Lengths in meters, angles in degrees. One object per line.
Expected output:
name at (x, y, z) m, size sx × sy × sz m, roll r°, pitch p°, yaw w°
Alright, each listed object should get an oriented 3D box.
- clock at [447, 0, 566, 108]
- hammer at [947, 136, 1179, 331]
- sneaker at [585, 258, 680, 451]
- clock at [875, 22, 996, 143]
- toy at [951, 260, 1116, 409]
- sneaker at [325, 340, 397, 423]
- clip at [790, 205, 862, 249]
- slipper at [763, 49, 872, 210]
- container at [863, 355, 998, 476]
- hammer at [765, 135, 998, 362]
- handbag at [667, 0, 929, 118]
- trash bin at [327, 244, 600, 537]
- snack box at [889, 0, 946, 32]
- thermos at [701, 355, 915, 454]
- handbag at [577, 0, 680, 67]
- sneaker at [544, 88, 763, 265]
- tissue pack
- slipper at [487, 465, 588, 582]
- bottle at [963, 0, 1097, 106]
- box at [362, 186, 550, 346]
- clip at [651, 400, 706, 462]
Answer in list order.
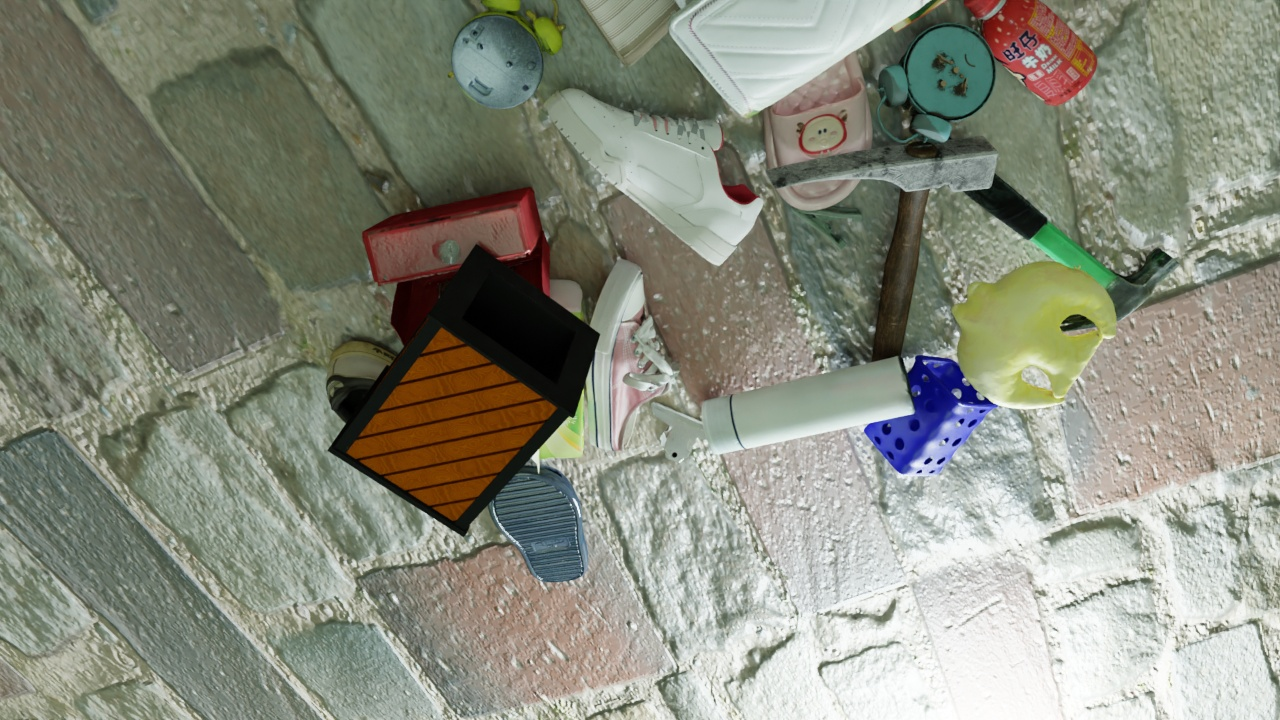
clock at (-0.120, -0.286, 0.832) m, size 0.083 × 0.057 × 0.119 m, roll 33°, pitch 115°, yaw -20°
hammer at (0.420, -0.138, 0.974) m, size 0.318 × 0.032 × 0.130 m, roll 31°, pitch 115°, yaw -20°
sneaker at (-0.006, 0.006, 0.995) m, size 0.088 × 0.118 × 0.241 m, roll 12°, pitch 127°, yaw 12°
clock at (0.271, -0.254, 0.857) m, size 0.124 × 0.053 × 0.090 m, roll -43°, pitch 96°, yaw -2°
toy at (0.411, -0.033, 0.981) m, size 0.155 × 0.064 × 0.171 m, roll 31°, pitch 114°, yaw 6°
sneaker at (-0.245, 0.078, 1.020) m, size 0.241 × 0.102 × 0.089 m, roll 39°, pitch 112°, yaw -24°
clip at (0.190, -0.148, 0.958) m, size 0.075 × 0.023 × 0.061 m, roll 19°, pitch 117°, yaw -17°
slipper at (0.169, -0.249, 0.875) m, size 0.107 × 0.055 × 0.222 m, roll -12°, pitch 121°, yaw 1°
container at (0.329, 0.065, 1.051) m, size 0.084 × 0.085 × 0.114 m, roll 5°, pitch 127°, yaw -38°
hammer at (0.236, -0.084, 0.963) m, size 0.217 × 0.037 × 0.301 m, roll -7°, pitch 131°, yaw -5°
handbag at (0.134, -0.308, 0.760) m, size 0.199 × 0.096 × 0.142 m, roll -28°, pitch 135°, yaw 26°
trash bin at (-0.152, 0.026, 0.816) m, size 0.139 × 0.139 × 0.172 m, roll 36°, pitch 118°, yaw -13°
snack box at (0.210, -0.413, 0.773) m, size 0.113 × 0.060 × 0.236 m, roll -29°, pitch 119°, yaw 14°
thermos at (0.185, 0.052, 1.029) m, size 0.230 × 0.067 × 0.068 m, roll -15°, pitch 122°, yaw 18°
handbag at (0.012, -0.389, 0.789) m, size 0.198 × 0.062 × 0.175 m, roll -36°, pitch 118°, yaw 8°
sneaker at (0.024, -0.200, 0.882) m, size 0.236 × 0.090 × 0.104 m, roll 37°, pitch 104°, yaw -21°
tissue pack at (-0.111, 0.027, 0.975) m, size 0.120 × 0.141 × 0.198 m, roll -6°, pitch 122°, yaw 0°
slipper at (-0.115, 0.182, 1.114) m, size 0.101 × 0.082 × 0.264 m, roll -9°, pitch 141°, yaw 3°
bottle at (0.357, -0.300, 0.852) m, size 0.137 × 0.061 × 0.062 m, roll 32°, pitch 114°, yaw -20°
box at (-0.175, -0.112, 0.896) m, size 0.157 × 0.136 × 0.127 m, roll -14°, pitch 127°, yaw 4°
clip at (0.048, 0.092, 1.089) m, size 0.101 × 0.043 × 0.054 m, roll 24°, pitch 104°, yaw -16°
